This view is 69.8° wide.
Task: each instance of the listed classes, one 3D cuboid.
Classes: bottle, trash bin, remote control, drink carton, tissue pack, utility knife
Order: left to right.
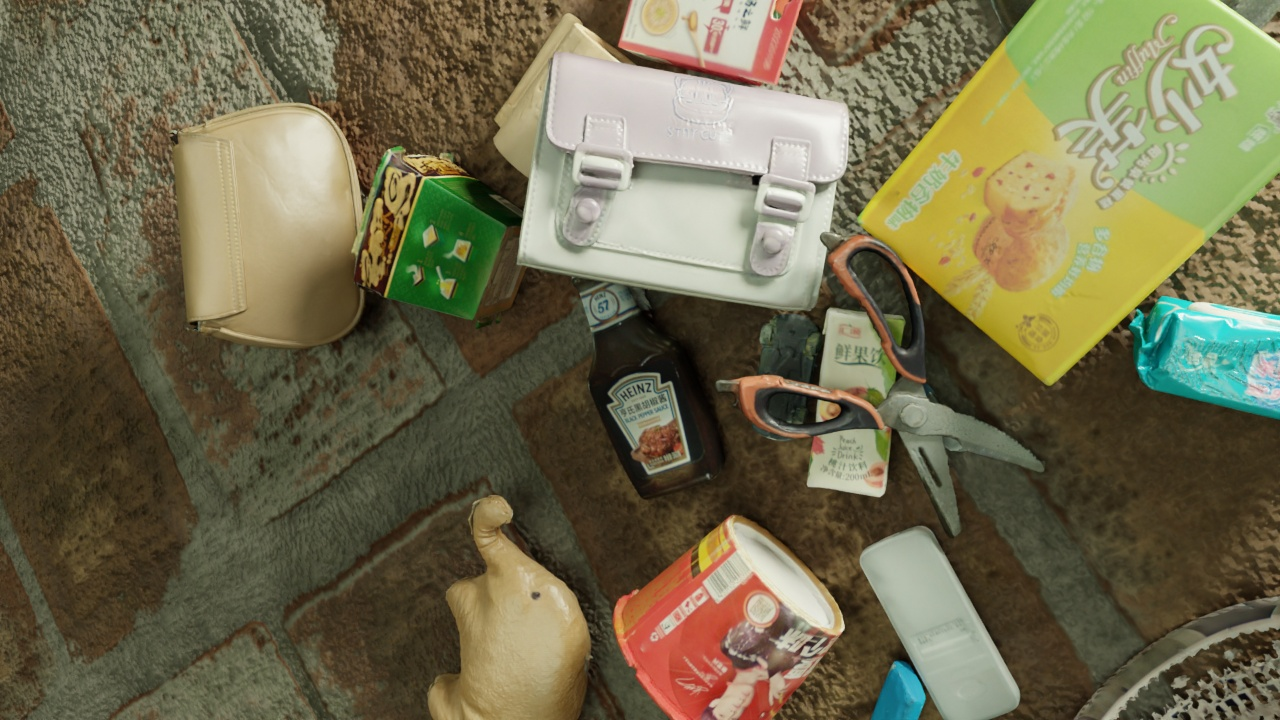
[{"bbox_3d":[-0.004,0.004,0.682,0.080,0.044,0.195,-20,96,25],"label":"bottle"},{"bbox_3d":[0.148,0.027,0.629,0.053,0.045,0.122,7,100,13],"label":"drink carton"},{"bbox_3d":[0.164,0.303,0.659,0.034,0.018,0.187,-131,52,-62],"label":"utility knife"},{"bbox_3d":[0.205,0.183,0.632,0.056,0.020,0.136,-31,83,24],"label":"remote control"},{"bbox_3d":[0.342,-0.001,0.511,0.133,0.093,0.050,15,105,22],"label":"tissue pack"},{"bbox_3d":[0.363,0.271,0.477,0.192,0.227,0.228,44,111,1],"label":"trash bin"}]

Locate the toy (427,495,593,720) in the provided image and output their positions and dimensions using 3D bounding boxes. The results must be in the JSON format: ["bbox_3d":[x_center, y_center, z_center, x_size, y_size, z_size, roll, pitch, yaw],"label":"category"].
[{"bbox_3d":[-0.102,0.222,0.747,0.143,0.082,0.226,12,98,15],"label":"toy"}]

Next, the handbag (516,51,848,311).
[{"bbox_3d":[0.027,-0.116,0.607,0.197,0.098,0.145,8,92,-5],"label":"handbag"}]

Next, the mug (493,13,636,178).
[{"bbox_3d":[-0.055,-0.194,0.691,0.104,0.084,0.124,-51,48,19],"label":"mug"}]

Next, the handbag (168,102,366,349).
[{"bbox_3d":[-0.314,-0.110,0.782,0.100,0.147,0.204,1,95,62],"label":"handbag"}]

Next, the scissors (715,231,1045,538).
[{"bbox_3d":[0.159,0.019,0.586,0.226,0.015,0.189,9,107,0],"label":"scissors"}]

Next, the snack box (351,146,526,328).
[{"bbox_3d":[-0.146,-0.094,0.726,0.105,0.118,0.118,24,106,8],"label":"snack box"}]

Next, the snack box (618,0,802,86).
[{"bbox_3d":[0.061,-0.258,0.641,0.127,0.044,0.113,22,103,23],"label":"snack box"}]

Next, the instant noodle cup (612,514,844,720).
[{"bbox_3d":[0.067,0.184,0.639,0.138,0.137,0.109,45,103,14],"label":"instant noodle cup"}]

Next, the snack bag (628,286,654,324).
[{"bbox_3d":[-0.015,-0.075,0.705,0.045,0.026,0.105,-5,96,18],"label":"snack bag"}]

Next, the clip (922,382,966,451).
[{"bbox_3d":[0.202,0.039,0.623,0.024,0.026,0.056,-51,62,18],"label":"clip"}]

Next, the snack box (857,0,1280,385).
[{"bbox_3d":[0.257,-0.113,0.538,0.157,0.069,0.211,45,120,15],"label":"snack box"}]

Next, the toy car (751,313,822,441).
[{"bbox_3d":[0.105,0.012,0.654,0.043,0.034,0.090,11,98,26],"label":"toy car"}]

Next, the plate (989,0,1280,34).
[{"bbox_3d":[0.298,-0.255,0.543,0.180,0.024,0.179,2,96,24],"label":"plate"}]
